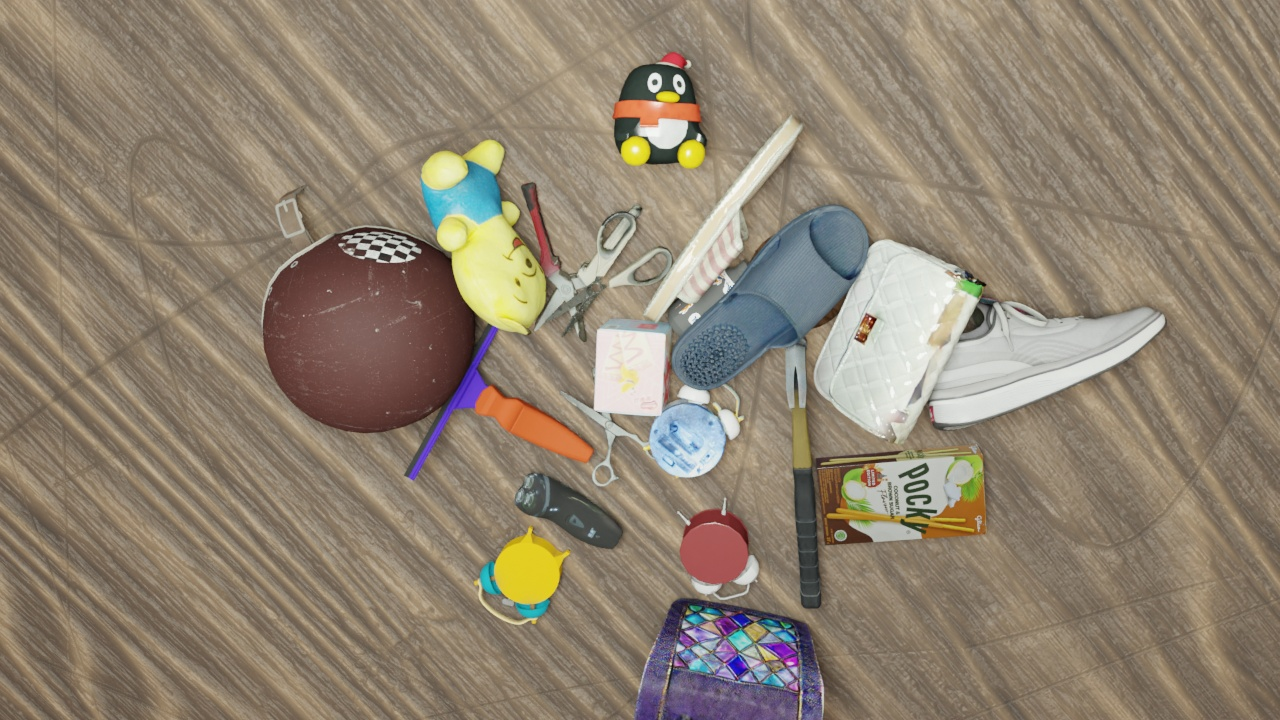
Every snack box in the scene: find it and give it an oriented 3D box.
[{"bbox_3d":[-0.006,0.006,1.048,0.079,0.093,0.095,5,100,6],"label":"snack box"},{"bbox_3d":[0.307,0.160,1.085,0.186,0.031,0.101,-6,106,10],"label":"snack box"}]

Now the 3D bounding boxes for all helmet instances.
[{"bbox_3d":[-0.304,-0.046,1.030,0.234,0.253,0.234,1,117,0],"label":"helmet"}]

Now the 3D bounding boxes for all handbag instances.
[{"bbox_3d":[0.104,0.397,1.088,0.205,0.221,0.126,10,108,6],"label":"handbag"},{"bbox_3d":[0.266,-0.023,0.976,0.072,0.139,0.195,5,113,-37],"label":"handbag"}]

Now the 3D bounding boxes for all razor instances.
[{"bbox_3d":[-0.088,0.191,1.135,0.140,0.063,0.053,30,109,0],"label":"razor"}]

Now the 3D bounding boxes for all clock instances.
[{"bbox_3d":[-0.152,0.281,1.186,0.099,0.043,0.130,34,101,-3],"label":"clock"},{"bbox_3d":[0.095,0.239,1.134,0.087,0.044,0.124,-18,103,13],"label":"clock"},{"bbox_3d":[0.065,0.079,1.082,0.089,0.052,0.125,42,98,-6],"label":"clock"}]

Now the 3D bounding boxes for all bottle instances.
[{"bbox_3d":[0.081,-0.071,1.040,0.112,0.047,0.047,-40,98,17],"label":"bottle"}]

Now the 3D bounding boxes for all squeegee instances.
[{"bbox_3d":[-0.141,0.072,1.111,0.185,0.055,0.249,29,90,-4],"label":"squeegee"}]

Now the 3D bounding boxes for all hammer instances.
[{"bbox_3d":[0.190,0.142,1.066,0.025,0.117,0.333,-3,112,11],"label":"hammer"}]

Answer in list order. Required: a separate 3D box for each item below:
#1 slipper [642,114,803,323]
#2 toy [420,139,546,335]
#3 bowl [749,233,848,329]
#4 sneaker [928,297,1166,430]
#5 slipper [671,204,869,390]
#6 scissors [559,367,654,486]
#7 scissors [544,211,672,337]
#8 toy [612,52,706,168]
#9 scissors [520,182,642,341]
[{"bbox_3d":[0.095,-0.143,0.984,0.052,0.115,0.263,36,103,-4],"label":"slipper"},{"bbox_3d":[-0.170,-0.128,1.003,0.084,0.148,0.214,-19,99,23],"label":"toy"},{"bbox_3d":[0.179,-0.088,1.028,0.119,0.032,0.119,2,107,8],"label":"bowl"},{"bbox_3d":[0.423,-0.021,0.991,0.263,0.097,0.128,-20,79,4],"label":"sneaker"},{"bbox_3d":[0.140,-0.050,0.979,0.101,0.082,0.264,40,111,-18],"label":"slipper"},{"bbox_3d":[-0.023,0.083,1.111,0.165,0.014,0.141,6,87,-11],"label":"scissors"},{"bbox_3d":[-0.043,-0.100,1.051,0.163,0.012,0.154,-9,114,-2],"label":"scissors"},{"bbox_3d":[0.018,-0.264,0.965,0.097,0.100,0.119,0,102,-14],"label":"toy"},{"bbox_3d":[-0.071,-0.122,1.063,0.179,0.015,0.199,-20,104,14],"label":"scissors"}]
